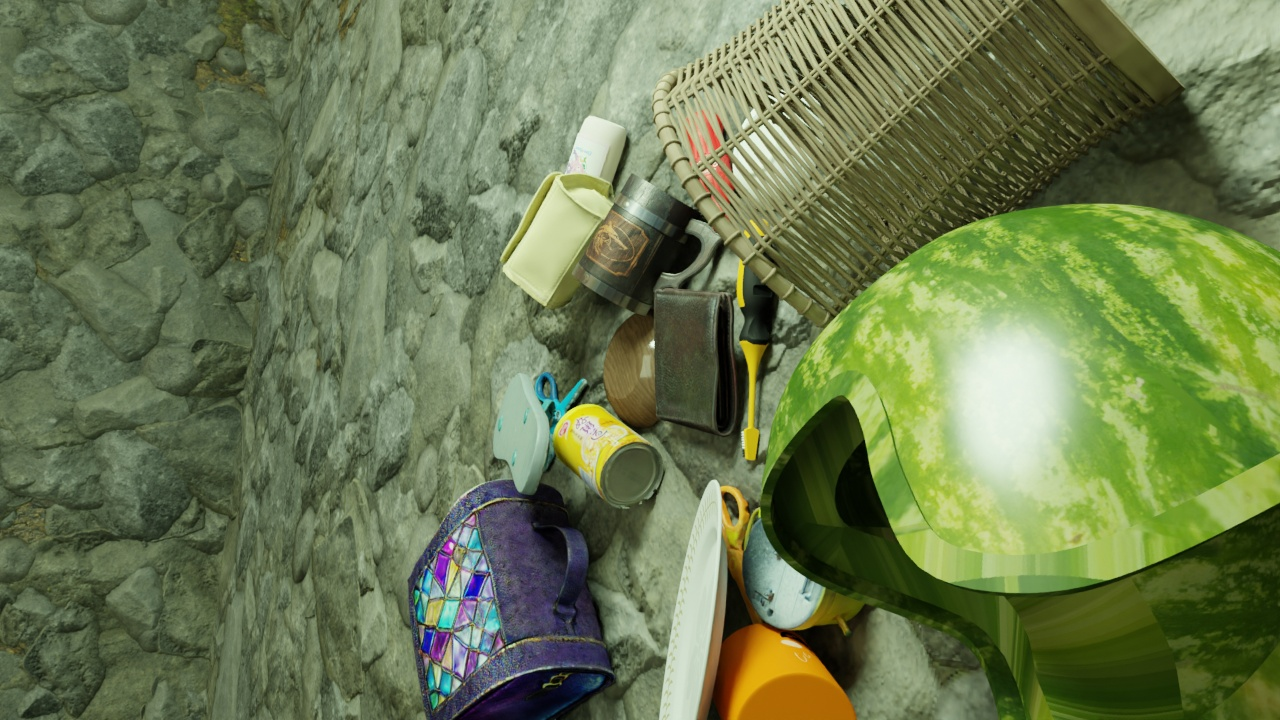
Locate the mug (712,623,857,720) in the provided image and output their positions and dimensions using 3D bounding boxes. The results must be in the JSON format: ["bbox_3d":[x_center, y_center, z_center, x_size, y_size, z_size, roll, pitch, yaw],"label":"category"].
[{"bbox_3d":[0.099,0.239,0.602,0.112,0.077,0.096,58,177,-4],"label":"mug"}]

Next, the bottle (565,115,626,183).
[{"bbox_3d":[-0.059,-0.188,0.992,0.051,0.051,0.146,40,115,53],"label":"bottle"}]

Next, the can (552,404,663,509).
[{"bbox_3d":[-0.033,0.088,0.864,0.105,0.067,0.068,31,107,55],"label":"can"}]

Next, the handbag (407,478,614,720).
[{"bbox_3d":[-0.122,0.242,0.902,0.223,0.125,0.204,-49,44,29],"label":"handbag"}]

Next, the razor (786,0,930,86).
[{"bbox_3d":[0.168,-0.255,0.660,0.152,0.067,0.054,-31,60,39],"label":"razor"}]

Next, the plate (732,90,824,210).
[{"bbox_3d":[0.107,-0.179,0.764,0.105,0.026,0.104,-22,63,52],"label":"plate"}]

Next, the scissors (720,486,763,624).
[{"bbox_3d":[0.075,0.162,0.731,0.064,0.013,0.127,-50,42,38],"label":"scissors"}]

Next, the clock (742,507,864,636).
[{"bbox_3d":[0.108,0.141,0.647,0.119,0.057,0.083,24,103,55],"label":"clock"}]

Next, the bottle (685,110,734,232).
[{"bbox_3d":[0.063,-0.166,0.816,0.036,0.036,0.118,-38,52,46],"label":"bottle"}]

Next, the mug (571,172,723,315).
[{"bbox_3d":[0.011,-0.098,0.841,0.116,0.080,0.107,35,101,24],"label":"mug"}]

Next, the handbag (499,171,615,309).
[{"bbox_3d":[-0.073,-0.123,0.933,0.081,0.111,0.119,40,115,7],"label":"handbag"}]

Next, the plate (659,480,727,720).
[{"bbox_3d":[0.040,0.209,0.671,0.242,0.016,0.242,164,116,-90],"label":"plate"}]

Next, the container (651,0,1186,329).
[{"bbox_3d":[0.154,-0.150,0.521,0.197,0.226,0.226,-43,47,33],"label":"container"}]

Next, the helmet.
[{"bbox_3d":[0.186,0.043,0.406,0.243,0.213,0.247,-37,29,-4],"label":"helmet"}]

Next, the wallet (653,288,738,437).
[{"bbox_3d":[0.046,-0.001,0.785,0.099,0.031,0.120,10,105,58],"label":"wallet"}]

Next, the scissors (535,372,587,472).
[{"bbox_3d":[-0.094,0.057,1.016,0.134,0.011,0.137,-56,39,36],"label":"scissors"}]

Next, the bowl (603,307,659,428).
[{"bbox_3d":[-0.005,0.005,0.878,0.118,0.030,0.117,-21,64,52],"label":"bowl"}]

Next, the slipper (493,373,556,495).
[{"bbox_3d":[-0.109,0.071,0.946,0.269,0.054,0.098,-158,80,-75],"label":"slipper"}]

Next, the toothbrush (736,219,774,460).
[{"bbox_3d":[0.092,-0.018,0.743,0.031,0.031,0.196,171,102,-70],"label":"toothbrush"}]
